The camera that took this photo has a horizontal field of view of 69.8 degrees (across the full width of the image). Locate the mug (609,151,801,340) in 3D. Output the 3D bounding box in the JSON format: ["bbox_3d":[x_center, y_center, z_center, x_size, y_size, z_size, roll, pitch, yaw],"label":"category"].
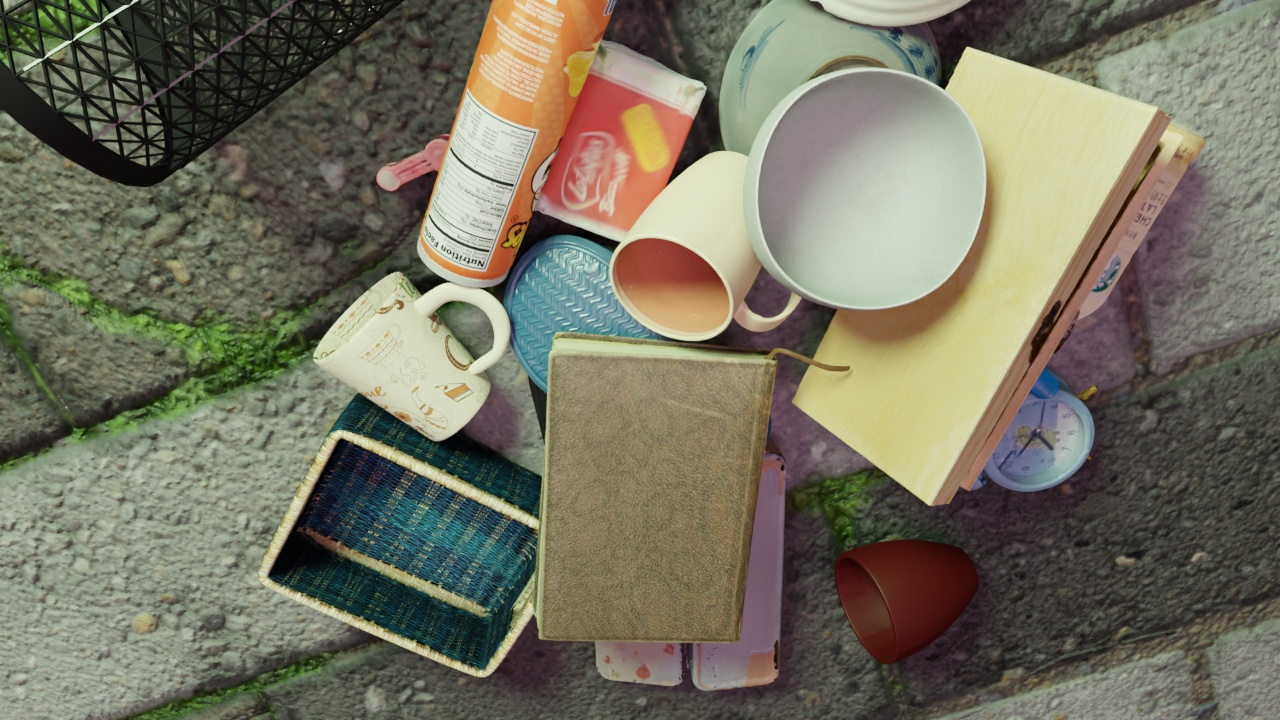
[{"bbox_3d":[0.052,-0.068,0.572,0.111,0.104,0.085,33,146,-2],"label":"mug"}]

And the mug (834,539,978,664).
[{"bbox_3d":[0.209,0.183,0.712,0.088,0.087,0.114,-17,141,-14],"label":"mug"}]

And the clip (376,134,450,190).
[{"bbox_3d":[-0.143,-0.130,0.599,0.059,0.038,0.022,-21,115,6],"label":"clip"}]

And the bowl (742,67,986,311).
[{"bbox_3d":[0.122,-0.096,0.525,0.132,0.064,0.132,-1,100,-5],"label":"bowl"}]

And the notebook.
[{"bbox_3d":[0.026,0.089,0.610,0.190,0.034,0.216,3,108,-4],"label":"notebook"}]

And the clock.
[{"bbox_3d":[0.265,0.051,0.665,0.124,0.051,0.089,-7,114,1],"label":"clock"}]

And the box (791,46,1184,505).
[{"bbox_3d":[0.201,-0.051,0.567,0.140,0.122,0.249,30,110,16],"label":"box"}]

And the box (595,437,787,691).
[{"bbox_3d":[0.033,0.160,0.716,0.154,0.058,0.217,-2,113,-2],"label":"box"}]

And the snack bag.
[{"bbox_3d":[-0.014,-0.137,0.588,0.077,0.036,0.116,20,110,-10],"label":"snack bag"}]

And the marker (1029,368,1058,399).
[{"bbox_3d":[0.236,-0.020,0.629,0.018,0.015,0.123,-45,80,4],"label":"marker"}]

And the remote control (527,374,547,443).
[{"bbox_3d":[-0.061,0.021,0.665,0.039,0.010,0.125,-5,112,0],"label":"remote control"}]

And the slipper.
[{"bbox_3d":[-0.004,0.004,0.631,0.213,0.059,0.104,40,102,-10],"label":"slipper"}]

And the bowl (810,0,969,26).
[{"bbox_3d":[0.148,-0.280,0.494,0.177,0.071,0.177,-1,98,-4],"label":"bowl"}]

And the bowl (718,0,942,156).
[{"bbox_3d":[0.124,-0.158,0.572,0.150,0.056,0.151,-1,112,-2],"label":"bowl"}]

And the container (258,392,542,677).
[{"bbox_3d":[-0.158,0.128,0.673,0.187,0.071,0.145,28,109,-13],"label":"container"}]

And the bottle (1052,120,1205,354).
[{"bbox_3d":[0.300,-0.083,0.608,0.056,0.056,0.162,21,110,-10],"label":"bottle"}]

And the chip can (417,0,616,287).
[{"bbox_3d":[-0.075,-0.143,0.540,0.062,0.062,0.211,21,126,-10],"label":"chip can"}]

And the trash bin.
[{"bbox_3d":[-0.206,-0.242,0.456,0.243,0.216,0.217,-28,110,2],"label":"trash bin"}]

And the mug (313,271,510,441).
[{"bbox_3d":[-0.140,-0.008,0.615,0.122,0.081,0.097,-34,117,20],"label":"mug"}]
